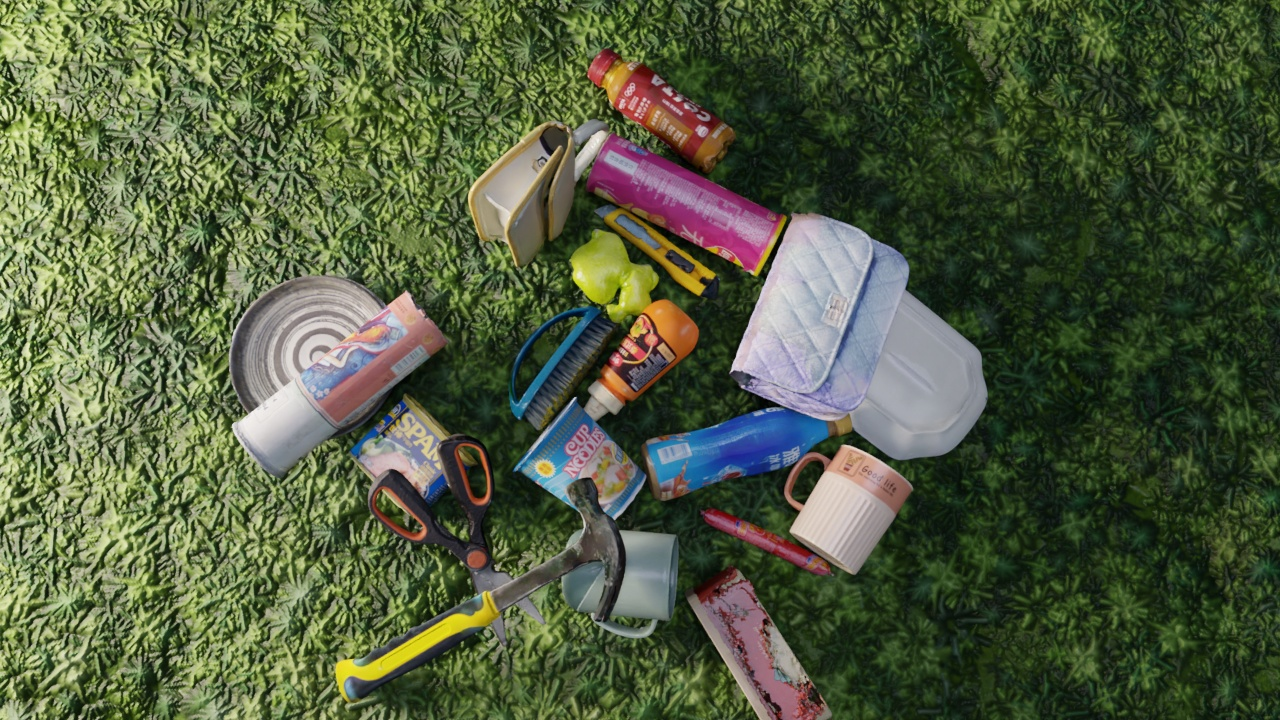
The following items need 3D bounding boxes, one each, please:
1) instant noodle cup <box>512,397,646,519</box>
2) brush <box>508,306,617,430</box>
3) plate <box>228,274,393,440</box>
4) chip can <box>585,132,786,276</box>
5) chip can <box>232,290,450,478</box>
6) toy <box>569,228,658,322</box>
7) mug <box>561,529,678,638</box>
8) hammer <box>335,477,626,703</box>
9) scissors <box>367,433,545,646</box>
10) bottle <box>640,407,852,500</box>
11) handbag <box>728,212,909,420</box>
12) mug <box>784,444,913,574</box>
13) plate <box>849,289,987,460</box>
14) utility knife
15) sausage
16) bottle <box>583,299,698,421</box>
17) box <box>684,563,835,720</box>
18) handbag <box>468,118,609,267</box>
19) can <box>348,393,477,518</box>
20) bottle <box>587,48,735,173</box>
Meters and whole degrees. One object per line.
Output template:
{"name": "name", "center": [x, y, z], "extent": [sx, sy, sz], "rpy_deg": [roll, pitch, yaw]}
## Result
{"name": "instant noodle cup", "center": [-0.056, 0.109, 0.931], "extent": [0.110, 0.099, 0.099], "rpy_deg": [40, 80, -4]}
{"name": "brush", "center": [-0.090, 0.000, 0.963], "extent": [0.073, 0.055, 0.143], "rpy_deg": [35, 81, 4]}
{"name": "plate", "center": [-0.341, -0.003, 0.971], "extent": [0.179, 0.024, 0.179], "rpy_deg": [0, 80, -1]}
{"name": "chip can", "center": [0.049, -0.170, 0.992], "extent": [0.210, 0.071, 0.071], "rpy_deg": [27, 80, 3]}
{"name": "chip can", "center": [-0.296, 0.022, 0.919], "extent": [0.214, 0.071, 0.071], "rpy_deg": [-39, 83, -8]}
{"name": "toy", "center": [-0.031, -0.091, 0.995], "extent": [0.100, 0.031, 0.096], "rpy_deg": [13, 81, 0]}
{"name": "mug", "center": [-0.019, 0.224, 0.913], "extent": [0.106, 0.082, 0.112], "rpy_deg": [2, 108, 8]}
{"name": "hammer", "center": [-0.156, 0.244, 0.880], "extent": [0.324, 0.032, 0.126], "rpy_deg": [-32, 69, 10]}
{"name": "scissors", "center": [-0.182, 0.184, 0.913], "extent": [0.198, 0.021, 0.227], "rpy_deg": [2, 99, -10]}
{"name": "bottle", "center": [0.111, 0.088, 0.952], "extent": [0.218, 0.065, 0.065], "rpy_deg": [-15, 81, -6]}
{"name": "handbag", "center": [0.184, -0.045, 0.931], "extent": [0.134, 0.076, 0.193], "rpy_deg": [22, 74, 3]}
{"name": "mug", "center": [0.201, 0.145, 0.942], "extent": [0.114, 0.081, 0.105], "rpy_deg": [30, 80, 30]}
{"name": "plate", "center": [0.255, -0.011, 0.989], "extent": [0.265, 0.034, 0.162], "rpy_deg": [41, 81, 5]}
{"name": "utility knife", "center": [0.019, -0.122, 1.010], "extent": [0.168, 0.015, 0.033], "rpy_deg": [36, 78, 5]}
{"name": "sausage", "center": [0.132, 0.189, 0.957], "extent": [0.156, 0.020, 0.020], "rpy_deg": [25, 80, 2]}
{"name": "bottle", "center": [-0.006, 0.006, 0.966], "extent": [0.067, 0.067, 0.149], "rpy_deg": [43, 88, 5]}
{"name": "box", "center": [0.120, 0.284, 0.902], "extent": [0.077, 0.091, 0.168], "rpy_deg": [-32, 83, -4]}
{"name": "handbag", "center": [-0.089, -0.185, 0.943], "extent": [0.063, 0.163, 0.178], "rpy_deg": [42, 80, 3]}
{"name": "can", "center": [-0.233, 0.099, 0.940], "extent": [0.102, 0.057, 0.083], "rpy_deg": [44, 83, 5]}
{"name": "bottle", "center": [0.021, -0.280, 1.017], "extent": [0.175, 0.057, 0.057], "rpy_deg": [37, 80, 5]}
